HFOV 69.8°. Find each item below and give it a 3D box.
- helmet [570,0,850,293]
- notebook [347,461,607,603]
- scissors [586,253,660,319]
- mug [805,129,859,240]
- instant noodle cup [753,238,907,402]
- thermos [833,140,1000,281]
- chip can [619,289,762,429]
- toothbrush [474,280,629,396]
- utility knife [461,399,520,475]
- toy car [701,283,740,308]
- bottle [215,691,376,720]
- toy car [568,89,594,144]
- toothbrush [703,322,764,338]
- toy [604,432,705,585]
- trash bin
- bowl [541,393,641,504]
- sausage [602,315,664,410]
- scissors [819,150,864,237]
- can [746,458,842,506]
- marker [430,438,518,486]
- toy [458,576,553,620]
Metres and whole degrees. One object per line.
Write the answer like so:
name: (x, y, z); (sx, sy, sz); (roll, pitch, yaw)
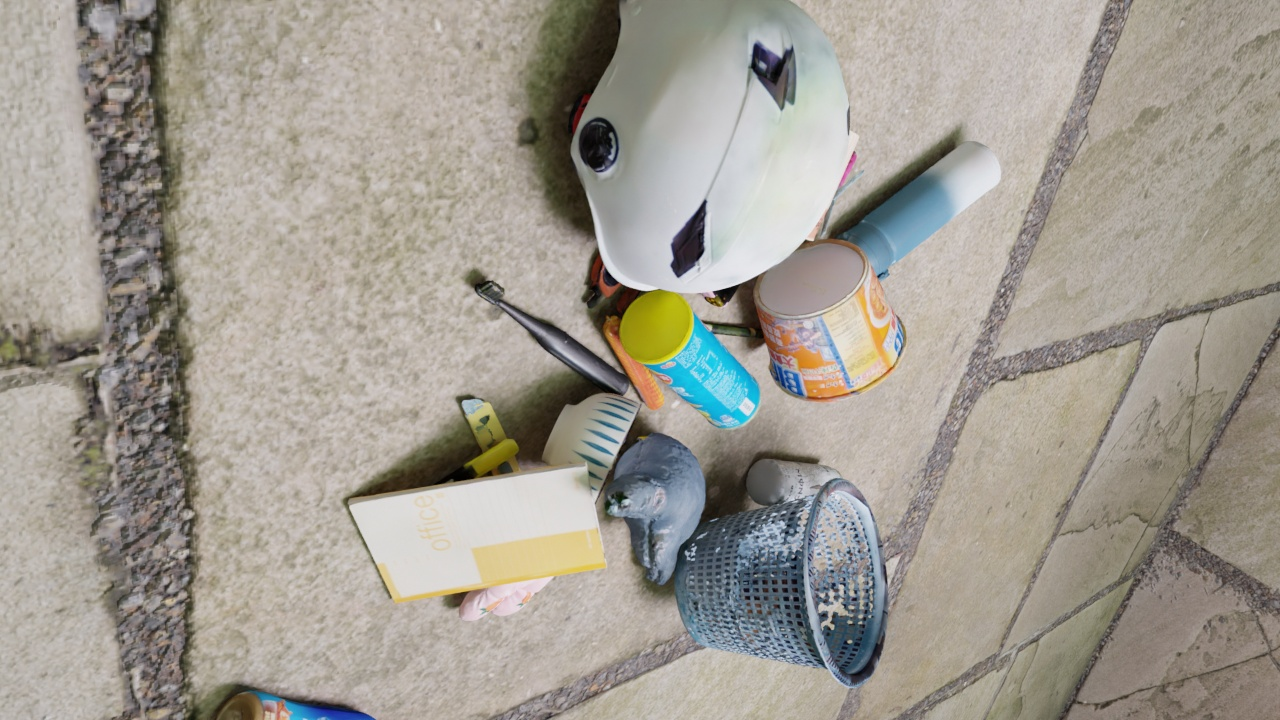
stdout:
helmet: (0.077, -0.164, 0.722); (0.228, 0.146, 0.259); (3, 106, -48)
notebook: (-0.140, 0.158, 0.828); (0.206, 0.010, 0.146); (-9, 130, -1)
scissors: (0.015, -0.136, 0.829); (0.193, 0.015, 0.207); (-27, 133, -24)
mug: (0.154, -0.179, 0.884); (0.106, 0.082, 0.114); (-67, 163, 14)
instant noodle cup: (0.191, -0.047, 0.960); (0.151, 0.151, 0.111); (-40, 129, -13)
thermos: (0.311, -0.165, 1.037); (0.220, 0.070, 0.070); (-37, 137, -16)
chip can: (0.055, 0.005, 0.903); (0.071, 0.071, 0.210); (-51, 148, -1)
toothbrush: (-0.075, -0.018, 0.824); (0.027, 0.026, 0.212); (-20, 146, 24)
utility knife: (-0.135, 0.088, 0.859); (0.030, 0.018, 0.163); (-36, 132, -21)
toy car: (0.068, -0.095, 0.890); (0.056, 0.037, 0.122); (-56, 150, -8)
bottle: (-0.296, 0.362, 0.867); (0.065, 0.065, 0.218); (-50, 139, -2)
toy car: (-0.011, -0.195, 0.754); (0.106, 0.031, 0.049); (-10, 123, -35)
toothbrush: (0.068, -0.031, 0.951); (0.185, 0.017, 0.012); (3, 148, -43)
toy: (0.016, 0.147, 0.943); (0.356, 0.091, 0.137); (70, 34, -68)
trash bin: (0.156, 0.257, 1.069); (0.226, 0.195, 0.226); (21, 64, -53)
bowl: (-0.052, 0.080, 0.869); (0.116, 0.066, 0.116); (33, 82, -88)
sausage: (-0.005, 0.005, 0.898); (0.021, 0.021, 0.165); (-43, 144, -10)
scissors: (0.189, -0.159, 0.923); (0.136, 0.017, 0.133); (-50, -168, 46)
can: (0.200, 0.159, 1.172); (0.146, 0.058, 0.058); (12, 109, -45)
marker: (-0.166, 0.107, 0.831); (0.124, 0.015, 0.018); (-31, 131, -7)
toy: (-0.117, 0.202, 0.925); (0.121, 0.054, 0.160); (8, 119, -54)
